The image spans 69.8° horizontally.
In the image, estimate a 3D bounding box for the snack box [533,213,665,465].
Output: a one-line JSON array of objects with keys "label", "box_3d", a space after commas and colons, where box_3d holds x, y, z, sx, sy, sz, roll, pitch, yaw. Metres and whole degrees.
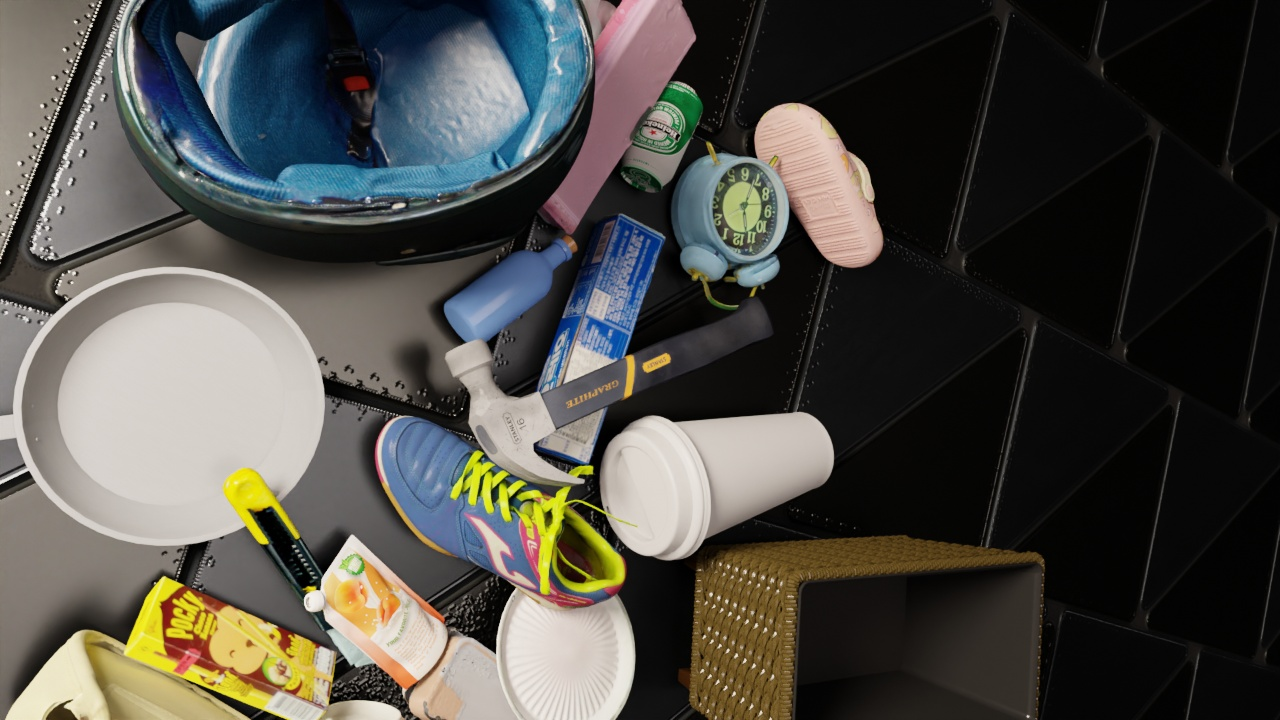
[{"label": "snack box", "box_3d": [-0.044, -0.020, 0.839, 0.059, 0.059, 0.226, 23, 78, -26]}]

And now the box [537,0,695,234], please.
[{"label": "box", "box_3d": [-0.031, -0.231, 0.820, 0.232, 0.037, 0.098, -59, 150, -6]}]

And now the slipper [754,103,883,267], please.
[{"label": "slipper", "box_3d": [0.202, -0.192, 0.966, 0.081, 0.093, 0.197, -49, 114, -32]}]

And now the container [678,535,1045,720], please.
[{"label": "container", "box_3d": [0.204, 0.266, 0.901, 0.320, 0.205, 0.176, 4, 89, -30]}]

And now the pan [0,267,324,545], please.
[{"label": "pan", "box_3d": [-0.404, 0.042, 0.633, 0.355, 0.051, 0.201, -7, 94, -30]}]

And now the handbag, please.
[{"label": "handbag", "box_3d": [-0.306, 0.283, 0.612, 0.233, 0.191, 0.088, 39, 69, -16]}]

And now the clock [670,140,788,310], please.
[{"label": "clock", "box_3d": [0.091, -0.131, 0.916, 0.118, 0.060, 0.162, -1, 95, -32]}]

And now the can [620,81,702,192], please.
[{"label": "can", "box_3d": [0.020, -0.215, 0.876, 0.053, 0.053, 0.101, 31, 75, -27]}]

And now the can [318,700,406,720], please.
[{"label": "can", "box_3d": [-0.230, 0.352, 0.723, 0.078, 0.079, 0.146, 10, 86, -30]}]

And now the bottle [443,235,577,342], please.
[{"label": "bottle", "box_3d": [-0.108, -0.068, 0.806, 0.131, 0.048, 0.048, -41, 110, -23]}]

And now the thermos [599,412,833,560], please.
[{"label": "thermos", "box_3d": [0.082, 0.106, 0.884, 0.221, 0.132, 0.131, -8, 95, -38]}]

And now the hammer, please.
[{"label": "hammer", "box_3d": [-0.005, 0.005, 0.801, 0.311, 0.035, 0.139, -24, 90, -32]}]

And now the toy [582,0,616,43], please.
[{"label": "toy", "box_3d": [-0.080, -0.302, 0.798, 0.138, 0.101, 0.179, -42, 132, -10]}]

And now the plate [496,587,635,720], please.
[{"label": "plate", "box_3d": [-0.067, 0.262, 0.827, 0.156, 0.014, 0.156, 20, 59, -38]}]

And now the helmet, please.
[{"label": "helmet", "box_3d": [-0.192, -0.181, 0.647, 0.315, 0.236, 0.249, -24, 102, -26]}]

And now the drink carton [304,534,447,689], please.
[{"label": "drink carton", "box_3d": [-0.212, 0.204, 0.743, 0.122, 0.039, 0.069, 54, 41, -28]}]

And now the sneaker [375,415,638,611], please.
[{"label": "sneaker", "box_3d": [-0.109, 0.121, 0.772, 0.242, 0.091, 0.116, 40, 54, -19]}]

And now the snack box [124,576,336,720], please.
[{"label": "snack box", "box_3d": [-0.302, 0.220, 0.689, 0.149, 0.061, 0.026, 36, 107, -26]}]

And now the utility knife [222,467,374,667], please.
[{"label": "utility knife", "box_3d": [-0.260, 0.170, 0.716, 0.028, 0.020, 0.213, -35, 123, -23]}]

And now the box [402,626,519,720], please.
[{"label": "box", "box_3d": [-0.106, 0.324, 0.812, 0.216, 0.063, 0.081, 44, 59, -24]}]
